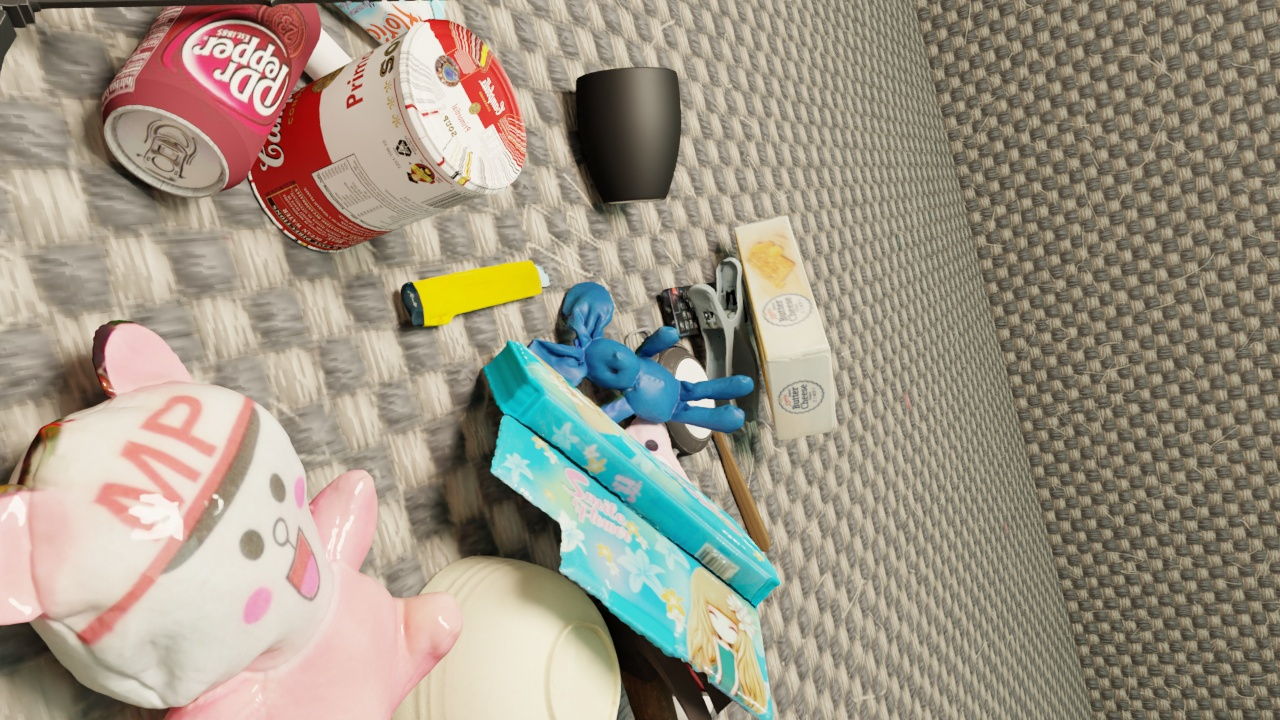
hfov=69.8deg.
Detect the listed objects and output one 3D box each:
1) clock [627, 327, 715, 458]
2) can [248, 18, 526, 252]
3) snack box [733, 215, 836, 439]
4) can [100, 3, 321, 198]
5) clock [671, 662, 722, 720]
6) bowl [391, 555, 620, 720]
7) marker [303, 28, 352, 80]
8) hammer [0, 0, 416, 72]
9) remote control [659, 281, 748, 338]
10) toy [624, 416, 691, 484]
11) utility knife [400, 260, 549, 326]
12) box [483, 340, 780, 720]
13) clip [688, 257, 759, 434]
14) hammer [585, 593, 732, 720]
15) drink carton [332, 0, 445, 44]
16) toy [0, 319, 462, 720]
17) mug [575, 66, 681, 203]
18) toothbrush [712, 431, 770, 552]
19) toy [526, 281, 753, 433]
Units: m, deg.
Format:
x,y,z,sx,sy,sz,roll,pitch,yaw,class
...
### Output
x,y,z,sx,sy,sz,roll,pitch,yaw,class
0.029,0.029,0.762,0.091,0.044,0.123,-21,96,-60,clock
-0.130,-0.113,0.474,0.086,0.117,0.086,31,53,-51,can
0.136,-0.037,0.881,0.207,0.057,0.104,-95,172,-47,snack box
-0.196,-0.134,0.425,0.063,0.063,0.113,46,41,-41,can
0.038,0.217,0.698,0.096,0.048,0.137,-13,89,-60,clock
-0.060,0.183,0.517,0.150,0.075,0.150,30,54,-52,bowl
-0.176,-0.168,0.514,0.133,0.023,0.027,46,20,-42,marker
-0.119,-0.159,0.406,0.324,0.015,0.095,-11,76,-22,hammer
0.060,-0.050,0.874,0.150,0.022,0.047,-13,91,-59,remote control
0.001,0.093,0.684,0.095,0.053,0.099,-23,85,-47,toy
-0.101,-0.046,0.600,0.162,0.017,0.030,-23,103,-59,utility knife
0.001,0.094,0.558,0.227,0.056,0.185,42,12,-23,box
0.089,-0.016,0.869,0.107,0.028,0.163,-48,131,-50,clip
0.028,0.297,0.616,0.033,0.115,0.323,-29,114,-36,hammer
-0.168,-0.228,0.531,0.129,0.044,0.038,33,51,-49,drink carton
-0.164,0.095,0.368,0.213,0.084,0.141,58,32,-32,toy
-0.009,-0.182,0.765,0.119,0.085,0.100,-104,-170,-82,mug
0.088,0.110,0.861,0.167,0.016,0.016,66,31,-16,toothbrush
-0.004,0.004,0.675,0.176,0.071,0.112,22,61,-19,toy
